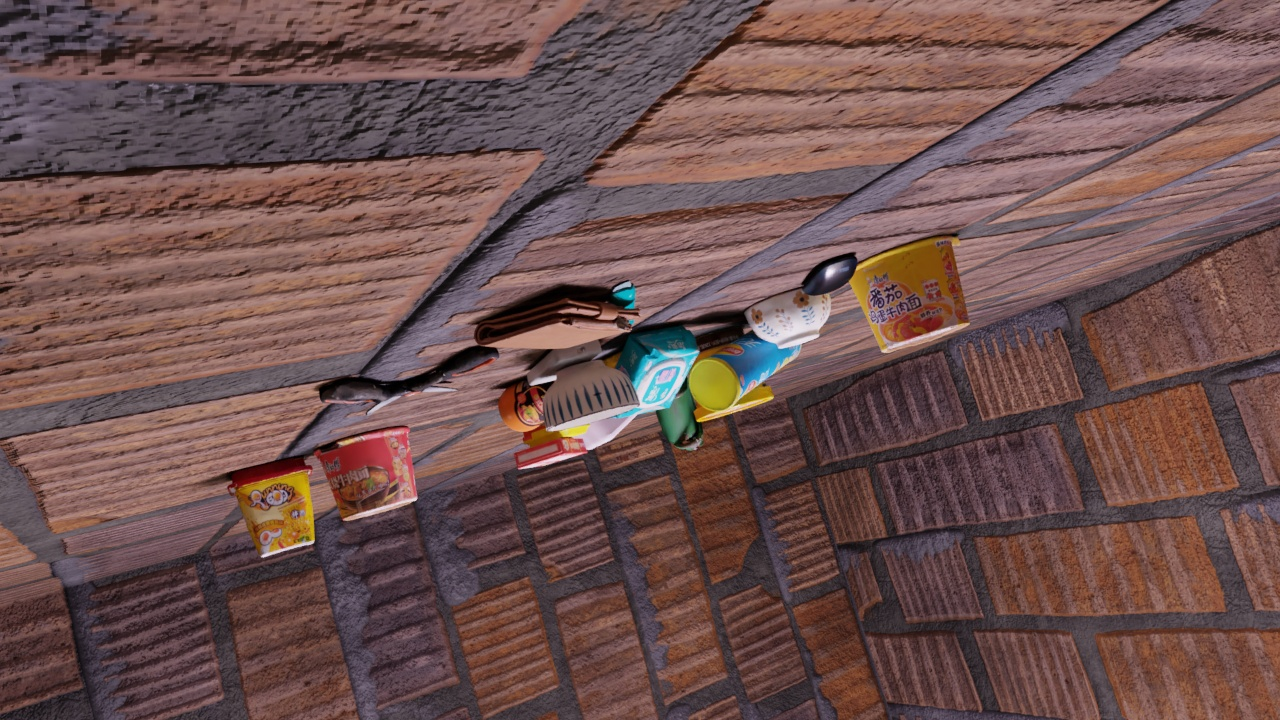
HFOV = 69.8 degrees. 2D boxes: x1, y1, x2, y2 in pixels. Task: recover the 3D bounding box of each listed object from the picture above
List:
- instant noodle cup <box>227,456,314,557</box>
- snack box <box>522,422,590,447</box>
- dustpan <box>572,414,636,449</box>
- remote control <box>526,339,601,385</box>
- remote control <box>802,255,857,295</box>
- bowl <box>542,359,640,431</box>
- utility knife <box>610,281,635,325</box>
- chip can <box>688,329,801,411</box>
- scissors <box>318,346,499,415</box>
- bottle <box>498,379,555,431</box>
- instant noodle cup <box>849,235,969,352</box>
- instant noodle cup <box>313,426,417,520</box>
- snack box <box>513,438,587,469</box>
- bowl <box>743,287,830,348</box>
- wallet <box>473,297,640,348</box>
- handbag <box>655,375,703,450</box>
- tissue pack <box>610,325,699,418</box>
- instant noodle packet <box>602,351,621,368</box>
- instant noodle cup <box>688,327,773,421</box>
[{"bbox_3d":[-0.528,0.215,1.334,0.116,0.123,0.116,-13,172,-23],"label":"instant noodle cup"},{"bbox_3d":[-0.133,0.082,1.388,0.091,0.080,0.081,-21,171,27],"label":"snack box"},{"bbox_3d":[-0.061,0.044,1.545,0.272,0.139,0.223,-44,-178,-21],"label":"dustpan"},{"bbox_3d":[-0.095,0.002,1.108,0.058,0.021,0.150,-13,172,-23],"label":"remote control"},{"bbox_3d":[0.224,-0.095,1.081,0.053,0.024,0.136,-17,173,-2],"label":"remote control"},{"bbox_3d":[-0.064,0.038,1.094,0.116,0.066,0.116,-16,172,-2],"label":"bowl"},{"bbox_3d":[-0.017,-0.054,0.909,0.029,0.013,0.166,-17,170,-5],"label":"utility knife"},{"bbox_3d":[0.146,0.001,1.237,0.071,0.071,0.209,-22,-176,37],"label":"chip can"},{"bbox_3d":[-0.246,0.030,0.980,0.234,0.021,0.220,-23,170,34],"label":"scissors"},{"bbox_3d":[-0.117,0.042,1.222,0.150,0.066,0.066,-27,169,22],"label":"bottle"},{"bbox_3d":[0.332,-0.077,1.122,0.138,0.109,0.138,-17,171,-3],"label":"instant noodle cup"},{"bbox_3d":[-0.389,0.166,1.334,0.138,0.108,0.138,-17,173,-2],"label":"instant noodle cup"},{"bbox_3d":[-0.135,0.140,1.396,0.075,0.025,0.153,-18,173,8],"label":"snack box"},{"bbox_3d":[0.198,-0.053,1.198,0.113,0.062,0.113,-15,172,-2],"label":"bowl"},{"bbox_3d":[-0.073,-0.032,0.852,0.108,0.031,0.131,-14,174,29],"label":"wallet"},{"bbox_3d":[0.055,0.063,1.409,0.068,0.131,0.120,-19,-147,-4],"label":"handbag"},{"bbox_3d":[0.012,0.018,1.163,0.093,0.050,0.134,-10,139,-37],"label":"tissue pack"},{"bbox_3d":[-0.007,0.007,1.262,0.110,0.044,0.129,-16,173,-40],"label":"instant noodle packet"},{"bbox_3d":[0.123,0.019,1.348,0.118,0.114,0.118,-16,172,-2],"label":"instant noodle cup"}]
